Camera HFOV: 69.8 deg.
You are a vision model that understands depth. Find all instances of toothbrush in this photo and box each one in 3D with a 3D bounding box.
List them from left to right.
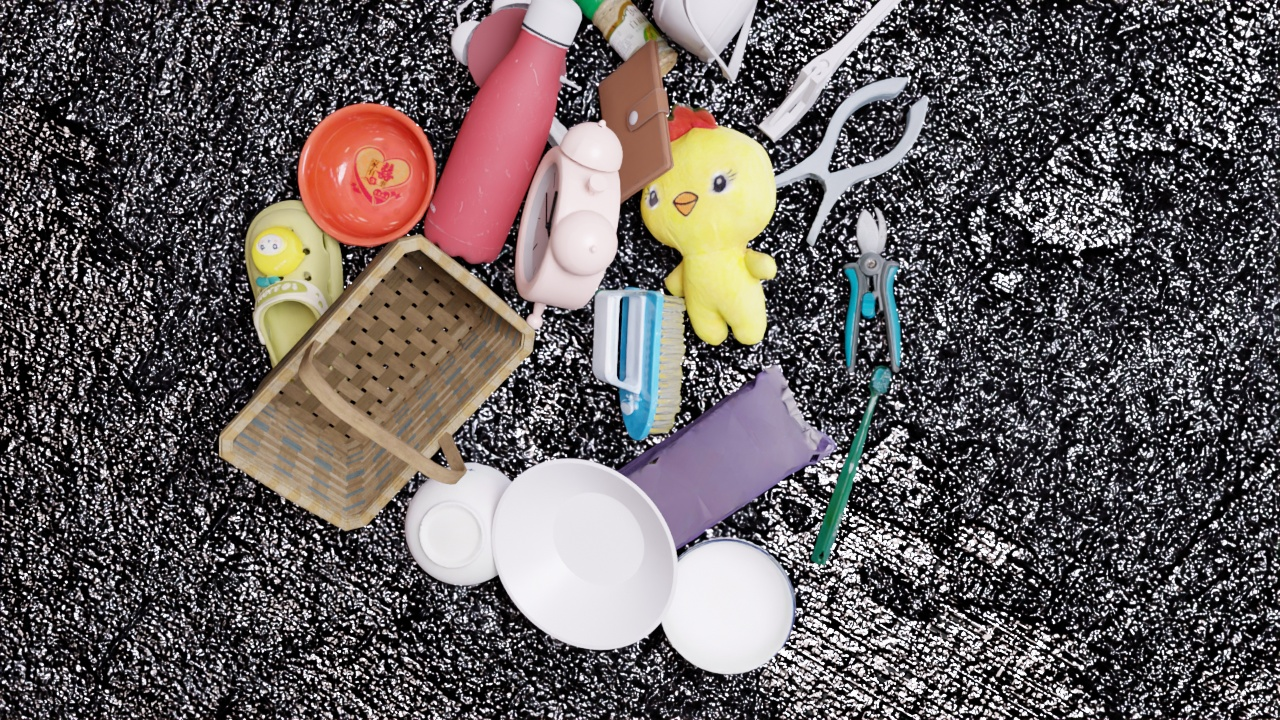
[{"bbox_3d":[0.191,0.095,0.830,0.016,0.017,0.190,18,93,6],"label":"toothbrush"}]

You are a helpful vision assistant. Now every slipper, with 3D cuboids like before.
[{"bbox_3d":[-0.327,-0.054,0.852,0.092,0.081,0.190,-9,93,9],"label":"slipper"}]

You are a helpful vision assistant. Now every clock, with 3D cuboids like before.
[{"bbox_3d":[-0.118,-0.282,0.840,0.087,0.044,0.124,-36,88,6],"label":"clock"},{"bbox_3d":[-0.053,-0.110,0.774,0.086,0.161,0.131,8,69,-15],"label":"clock"}]

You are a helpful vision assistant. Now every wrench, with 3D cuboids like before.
[{"bbox_3d":[0.204,-0.296,0.801,0.018,0.087,0.273,44,85,3],"label":"wrench"}]

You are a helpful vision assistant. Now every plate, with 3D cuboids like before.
[{"bbox_3d":[-0.044,0.164,0.804,0.174,0.036,0.174,5,104,20],"label":"plate"}]

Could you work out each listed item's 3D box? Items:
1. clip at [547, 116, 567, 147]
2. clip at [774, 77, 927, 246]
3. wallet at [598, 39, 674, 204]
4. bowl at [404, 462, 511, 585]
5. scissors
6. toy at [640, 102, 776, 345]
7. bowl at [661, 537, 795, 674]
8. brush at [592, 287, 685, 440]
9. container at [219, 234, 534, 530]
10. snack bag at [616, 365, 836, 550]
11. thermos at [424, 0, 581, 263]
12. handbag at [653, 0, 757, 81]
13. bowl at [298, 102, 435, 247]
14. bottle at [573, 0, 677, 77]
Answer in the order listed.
[{"bbox_3d":[-0.048,-0.186,0.841,0.054,0.057,0.102,-35,88,30],"label":"clip"},{"bbox_3d":[0.174,-0.195,0.820,0.106,0.028,0.163,43,95,5],"label":"clip"},{"bbox_3d":[-0.007,-0.207,0.803,0.013,0.088,0.121,4,73,-37],"label":"wallet"},{"bbox_3d":[-0.166,0.154,0.847,0.113,0.063,0.113,0,92,5],"label":"bowl"},{"bbox_3d":[0.203,-0.057,0.821,0.150,0.019,0.131,-46,76,6],"label":"scissors"},{"bbox_3d":[0.065,-0.116,0.799,0.134,0.092,0.207,-2,93,41],"label":"toy"},{"bbox_3d":[0.077,0.213,0.823,0.118,0.062,0.118,0,91,6],"label":"bowl"},{"bbox_3d":[-0.005,0.005,0.815,0.075,0.055,0.136,-4,102,-32],"label":"brush"},{"bbox_3d":[-0.217,0.026,0.771,0.250,0.186,0.157,-46,120,5],"label":"container"},{"bbox_3d":[0.064,0.099,0.823,0.205,0.058,0.096,-36,87,7],"label":"snack bag"},{"bbox_3d":[-0.116,-0.201,0.795,0.073,0.073,0.240,30,112,5],"label":"thermos"},{"bbox_3d":[0.102,-0.345,0.730,0.095,0.215,0.223,35,104,-5],"label":"handbag"},{"bbox_3d":[-0.248,-0.169,0.856,0.130,0.045,0.130,0,91,6],"label":"bowl"},{"bbox_3d":[-0.016,-0.302,0.829,0.043,0.043,0.111,-41,88,5],"label":"bottle"}]
